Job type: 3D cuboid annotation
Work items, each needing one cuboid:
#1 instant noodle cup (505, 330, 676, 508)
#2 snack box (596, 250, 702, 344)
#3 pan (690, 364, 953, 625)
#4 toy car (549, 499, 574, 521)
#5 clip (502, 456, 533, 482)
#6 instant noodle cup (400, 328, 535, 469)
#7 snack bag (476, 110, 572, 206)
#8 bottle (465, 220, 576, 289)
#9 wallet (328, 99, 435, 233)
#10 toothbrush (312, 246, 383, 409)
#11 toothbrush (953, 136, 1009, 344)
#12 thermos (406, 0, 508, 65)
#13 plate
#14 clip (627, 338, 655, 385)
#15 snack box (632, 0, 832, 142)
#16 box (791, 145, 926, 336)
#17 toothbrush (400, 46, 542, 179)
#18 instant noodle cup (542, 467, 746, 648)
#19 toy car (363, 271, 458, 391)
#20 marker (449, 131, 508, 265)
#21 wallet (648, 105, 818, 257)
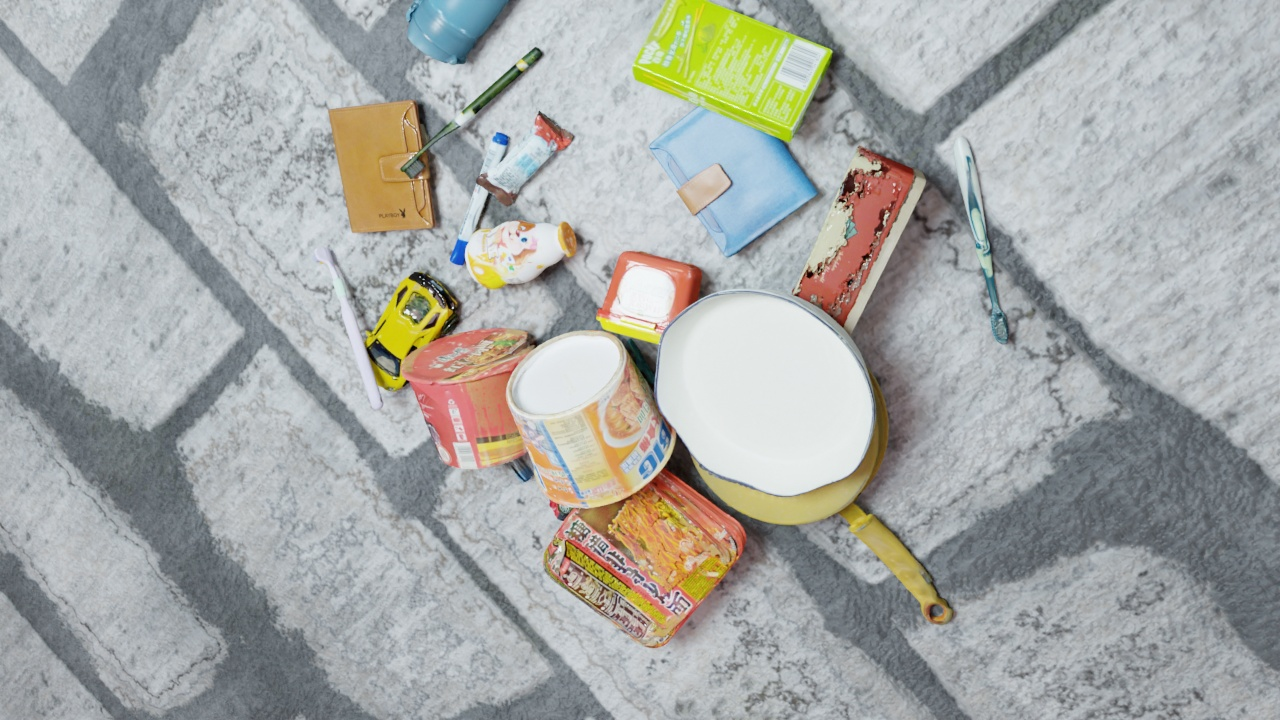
[{"bbox_3d":[-0.053,0.050,0.883,0.151,0.151,0.111,-8,130,20],"label":"instant noodle cup"},{"bbox_3d":[0.012,-0.061,0.886,0.091,0.082,0.080,16,100,12],"label":"snack box"},{"bbox_3d":[0.191,0.125,0.902,0.198,0.078,0.357,-38,86,27],"label":"pan"},{"bbox_3d":[-0.057,0.119,0.974,0.045,0.052,0.121,49,120,24],"label":"toy car"},{"bbox_3d":[-0.141,0.110,1.017,0.057,0.024,0.028,46,110,8],"label":"clip"},{"bbox_3d":[-0.169,0.041,0.948,0.138,0.137,0.109,0,114,18],"label":"instant noodle cup"},{"bbox_3d":[-0.116,-0.198,0.911,0.105,0.026,0.045,-41,126,22],"label":"snack bag"},{"bbox_3d":[-0.119,-0.110,0.921,0.108,0.063,0.063,-11,102,20],"label":"bottle"},{"bbox_3d":[-0.268,-0.201,0.960,0.108,0.031,0.132,0,108,19],"label":"wallet"},{"bbox_3d":[-0.318,-0.034,1.004,0.021,0.029,0.189,-22,85,5],"label":"toothbrush"},{"bbox_3d":[0.302,-0.104,0.812,0.016,0.018,0.191,-12,102,21],"label":"toothbrush"},{"bbox_3d":[-0.136,-0.372,0.847,0.070,0.070,0.221,47,114,0],"label":"thermos"},{"bbox_3d":[0.111,0.025,0.819,0.205,0.045,0.205,15,126,22],"label":"plate"},{"bbox_3d":[-0.004,0.006,0.946,0.041,0.014,0.056,-33,92,24],"label":"clip"},{"bbox_3d":[0.080,-0.262,0.812,0.156,0.026,0.085,24,81,9],"label":"snack box"},{"bbox_3d":[0.178,-0.101,0.813,0.078,0.091,0.169,24,112,6],"label":"box"},{"bbox_3d":[-0.167,-0.243,0.908,0.186,0.012,0.017,-37,104,14],"label":"toothbrush"},{"bbox_3d":[0.006,0.189,0.961,0.164,0.079,0.189,37,114,3],"label":"instant noodle cup"},{"bbox_3d":[-0.257,-0.027,1.002,0.071,0.041,0.156,42,116,4],"label":"toy car"},{"bbox_3d":[-0.167,-0.165,0.945,0.017,0.016,0.146,28,112,8],"label":"marker"},{"bbox_3d":[0.084,-0.177,0.851,0.106,0.040,0.133,-34,92,19],"label":"wallet"}]
